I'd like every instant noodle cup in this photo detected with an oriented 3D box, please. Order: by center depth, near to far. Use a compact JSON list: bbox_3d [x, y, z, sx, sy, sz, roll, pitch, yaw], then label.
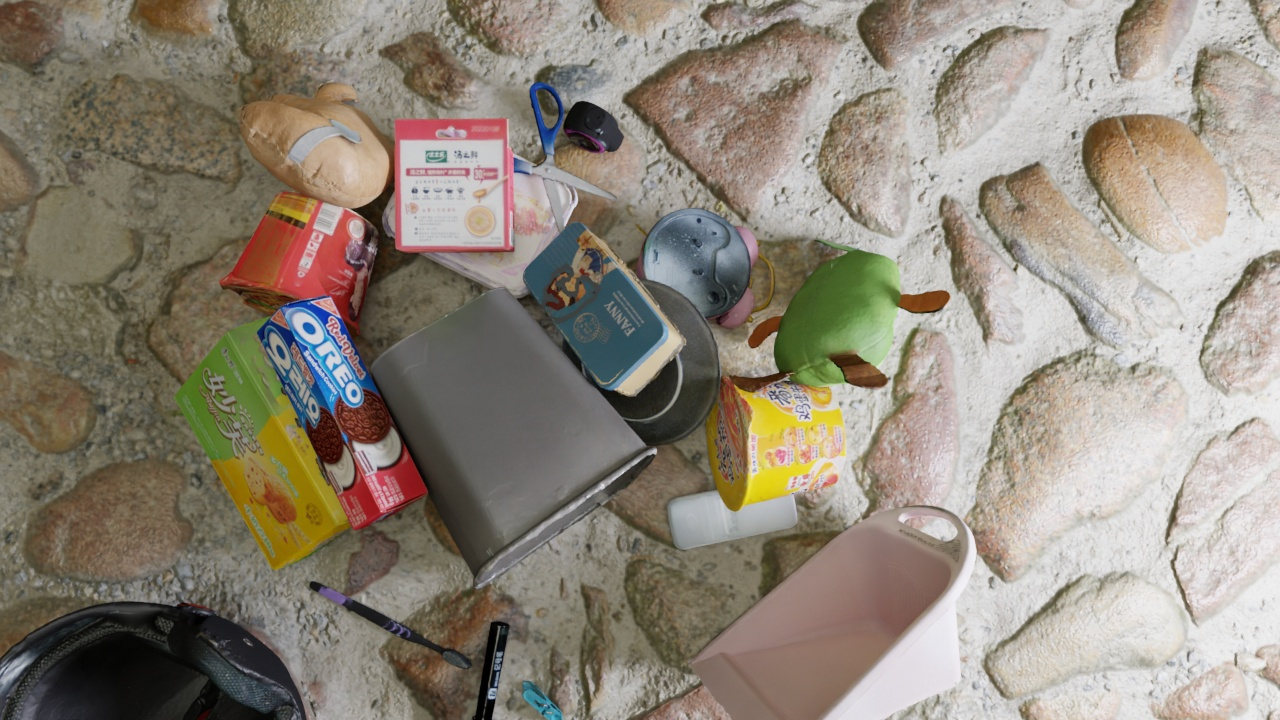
[{"bbox_3d":[-0.330,-0.097,0.923,0.138,0.138,0.108,17,75,-1],"label":"instant noodle cup"},{"bbox_3d":[0.137,0.079,0.931,0.109,0.138,0.138,-4,85,-11],"label":"instant noodle cup"},{"bbox_3d":[-0.167,-0.153,0.968,0.173,0.060,0.138,26,84,1],"label":"instant noodle cup"}]

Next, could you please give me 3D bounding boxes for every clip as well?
[{"bbox_3d":[-0.101,0.355,0.946,0.055,0.038,0.013,44,86,-5],"label":"clip"}]

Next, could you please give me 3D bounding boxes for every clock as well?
[{"bbox_3d":[0.070,-0.093,0.967,0.158,0.060,0.117,7,78,-13],"label":"clock"}]

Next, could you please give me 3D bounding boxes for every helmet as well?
[{"bbox_3d":[-0.436,0.342,0.827,0.274,0.231,0.233,32,69,-1],"label":"helmet"}]

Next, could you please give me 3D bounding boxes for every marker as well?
[{"bbox_3d":[-0.157,0.336,0.947,0.022,0.020,0.132,8,85,27],"label":"marker"}]

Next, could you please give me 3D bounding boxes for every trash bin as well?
[{"bbox_3d":[-0.131,0.071,0.883,0.198,0.199,0.219,-32,80,-21],"label":"trash bin"}]

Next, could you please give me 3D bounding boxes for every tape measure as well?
[{"bbox_3d":[-0.054,-0.248,0.983,0.058,0.057,0.039,23,82,31],"label":"tape measure"}]

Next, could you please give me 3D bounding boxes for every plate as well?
[{"bbox_3d":[-0.006,0.005,0.934,0.180,0.024,0.179,8,108,25],"label":"plate"}]

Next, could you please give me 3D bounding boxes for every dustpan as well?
[{"bbox_3d":[0.185,0.238,0.881,0.273,0.223,0.139,-12,98,-17],"label":"dustpan"}]

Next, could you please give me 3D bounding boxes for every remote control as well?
[{"bbox_3d":[0.097,0.162,0.974,0.136,0.020,0.056,-11,87,-4],"label":"remote control"}]

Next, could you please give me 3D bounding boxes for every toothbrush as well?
[{"bbox_3d":[-0.260,0.274,0.949,0.189,0.017,0.014,27,84,1],"label":"toothbrush"}]

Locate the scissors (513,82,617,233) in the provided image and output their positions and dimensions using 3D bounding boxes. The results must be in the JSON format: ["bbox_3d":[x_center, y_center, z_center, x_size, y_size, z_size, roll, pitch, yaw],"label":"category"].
[{"bbox_3d":[-0.105,-0.204,0.942,0.162,0.012,0.176,0,85,-5],"label":"scissors"}]

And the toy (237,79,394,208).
[{"bbox_3d":[-0.303,-0.220,0.911,0.143,0.225,0.083,40,107,-18],"label":"toy"}]

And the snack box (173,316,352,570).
[{"bbox_3d":[-0.350,0.082,0.891,0.069,0.158,0.210,-29,87,-50],"label":"snack box"}]

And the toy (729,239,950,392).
[{"bbox_3d":[0.198,-0.038,0.920,0.245,0.227,0.090,-54,126,-42],"label":"toy"}]

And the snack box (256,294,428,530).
[{"bbox_3d":[-0.269,0.045,0.825,0.057,0.058,0.207,-21,82,-49],"label":"snack box"}]

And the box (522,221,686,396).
[{"bbox_3d":[-0.034,-0.045,0.885,0.090,0.059,0.184,-46,58,10],"label":"box"}]

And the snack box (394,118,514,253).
[{"bbox_3d":[-0.183,-0.171,0.908,0.113,0.044,0.127,0,93,1],"label":"snack box"}]
